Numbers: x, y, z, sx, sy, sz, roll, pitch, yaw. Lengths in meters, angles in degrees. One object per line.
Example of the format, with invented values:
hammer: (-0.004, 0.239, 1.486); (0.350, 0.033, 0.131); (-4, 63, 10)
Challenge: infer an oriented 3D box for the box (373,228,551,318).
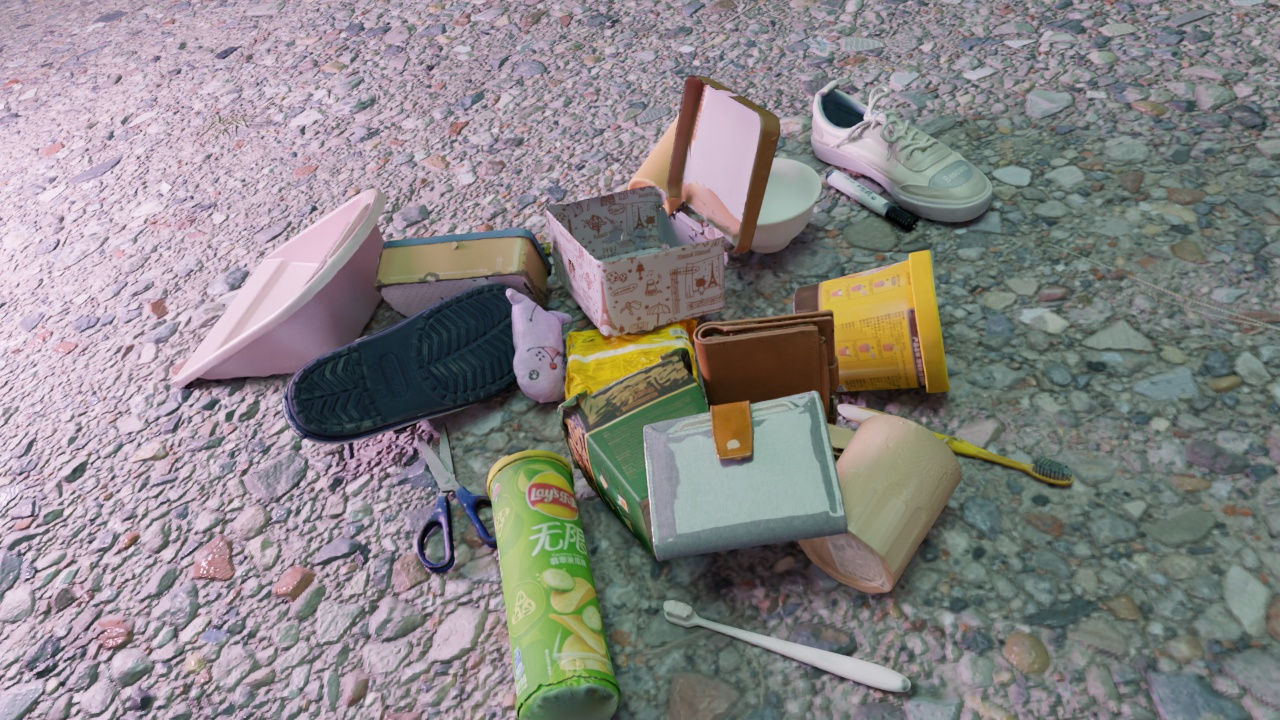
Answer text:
box: (-0.178, -0.088, 0.957); (0.184, 0.090, 0.059); (-4, 63, 10)

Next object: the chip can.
chip can: (-0.068, 0.167, 0.682); (0.072, 0.073, 0.221); (-17, 43, -2)

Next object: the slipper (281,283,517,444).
slipper: (-0.214, 0.013, 0.874); (0.252, 0.105, 0.095); (-27, 0, -31)

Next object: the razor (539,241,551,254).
razor: (-0.121, -0.124, 1.036); (0.143, 0.022, 0.042); (-7, 88, 14)

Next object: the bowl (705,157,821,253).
bowl: (0.131, -0.152, 0.957); (0.118, 0.065, 0.118); (-9, 43, 8)

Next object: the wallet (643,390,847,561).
wallet: (0.069, 0.076, 0.633); (0.130, 0.037, 0.106); (-11, 61, 9)

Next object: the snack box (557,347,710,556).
snack box: (0.017, 0.078, 0.720); (0.118, 0.118, 0.105); (-26, 48, -12)

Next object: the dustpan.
dustpan: (-0.384, -0.096, 0.996); (0.274, 0.139, 0.222); (-1, 46, 15)

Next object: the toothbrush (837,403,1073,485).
toothbrush: (0.247, 0.063, 0.736); (0.191, 0.018, 0.016); (18, 51, 31)

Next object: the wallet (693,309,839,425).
wallet: (0.103, 0.016, 0.728); (0.108, 0.132, 0.031); (-7, 48, 9)

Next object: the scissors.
scissors: (-0.159, 0.112, 0.809); (0.141, 0.012, 0.170); (-3, 45, 15)

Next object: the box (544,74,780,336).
box: (0.004, -0.151, 0.881); (0.156, 0.227, 0.180); (0, 28, -23)

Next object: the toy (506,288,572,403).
toy: (-0.094, -0.008, 0.871); (0.039, 0.083, 0.108); (-28, 58, 35)

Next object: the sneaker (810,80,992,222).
sneaker: (0.275, -0.233, 0.980); (0.089, 0.091, 0.242); (-33, 47, -17)

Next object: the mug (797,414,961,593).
mug: (0.157, 0.100, 0.682); (0.125, 0.084, 0.103); (16, 53, 39)

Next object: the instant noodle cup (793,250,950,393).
instant noodle cup: (0.195, -0.025, 0.777); (0.115, 0.118, 0.118); (-9, 43, 18)

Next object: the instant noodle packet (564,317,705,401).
instant noodle packet: (-0.005, 0.005, 0.852); (0.128, 0.044, 0.110); (-8, 42, 4)

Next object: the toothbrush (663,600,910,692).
toothbrush: (0.098, 0.198, 0.642); (0.180, 0.016, 0.016); (11, 51, 25)

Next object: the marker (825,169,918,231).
marker: (0.246, -0.173, 0.981); (0.022, 0.018, 0.130); (-23, 43, -20)

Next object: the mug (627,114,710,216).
mug: (0.043, -0.222, 1.052); (0.078, 0.078, 0.122); (19, 58, 31)
